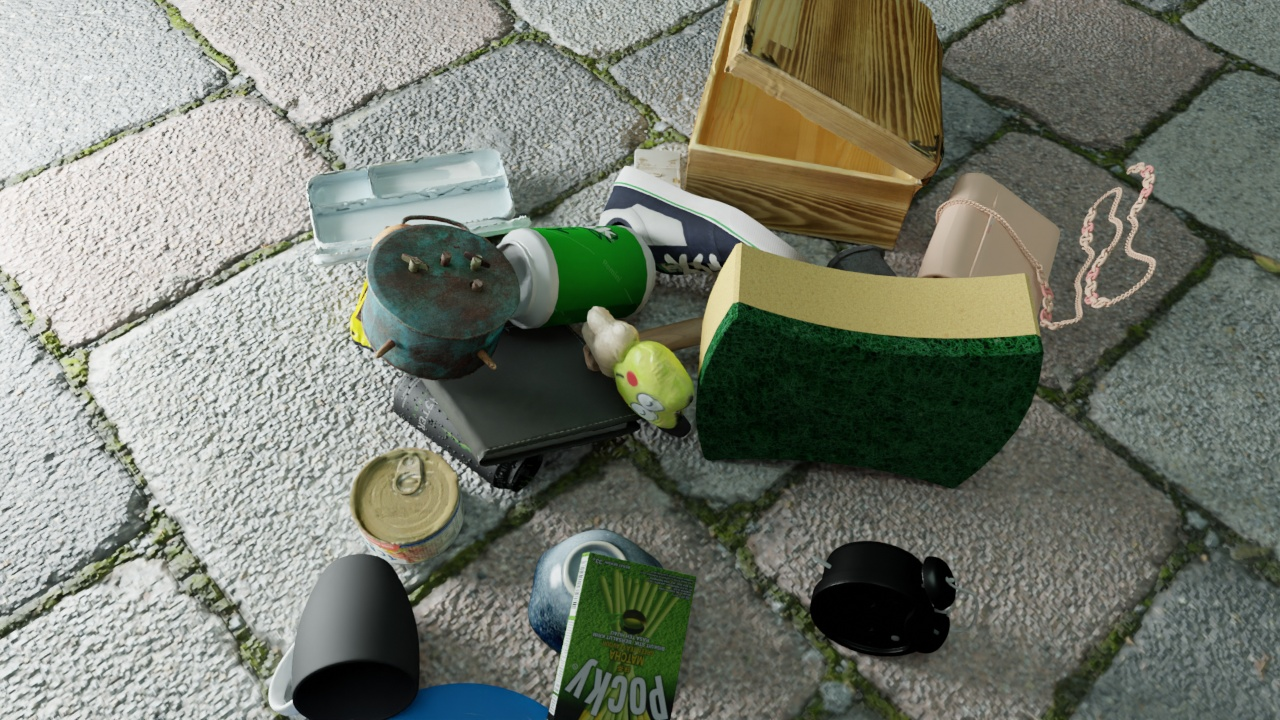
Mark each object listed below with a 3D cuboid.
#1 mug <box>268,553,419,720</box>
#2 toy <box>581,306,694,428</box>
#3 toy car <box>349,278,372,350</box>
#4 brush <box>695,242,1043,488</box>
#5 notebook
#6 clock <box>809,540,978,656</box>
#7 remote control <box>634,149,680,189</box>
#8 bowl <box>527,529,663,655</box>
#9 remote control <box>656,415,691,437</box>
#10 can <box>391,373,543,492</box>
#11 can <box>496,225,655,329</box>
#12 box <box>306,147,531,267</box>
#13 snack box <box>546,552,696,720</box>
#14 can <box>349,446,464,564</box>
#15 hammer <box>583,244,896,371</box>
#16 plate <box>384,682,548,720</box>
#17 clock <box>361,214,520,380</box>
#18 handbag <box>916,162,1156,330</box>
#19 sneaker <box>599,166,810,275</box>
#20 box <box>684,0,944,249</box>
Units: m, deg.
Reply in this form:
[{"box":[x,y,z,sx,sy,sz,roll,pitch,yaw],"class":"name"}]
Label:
[{"box":[-0.216,0.202,0.658,0.119,0.085,0.100,-31,41,11],"class":"mug"},{"box":[-0.004,0.004,0.749,0.115,0.092,0.046,45,69,9],"class":"toy"},{"box":[-0.244,-0.055,0.872,0.049,0.030,0.106,5,55,0],"class":"toy car"},{"box":[0.172,0.011,0.738,0.250,0.195,0.075,6,53,2],"class":"brush"},{"box":[-0.113,0.003,0.799,0.169,0.030,0.209,-11,47,-37],"class":"notebook"},{"box":[0.186,0.178,0.681,0.121,0.091,0.042,6,41,18],"class":"clock"},{"box":[0.018,-0.179,0.988,0.050,0.011,0.135,2,53,-1],"class":"remote control"},{"box":[-0.033,0.171,0.697,0.110,0.055,0.110,1,53,-1],"class":"bowl"},{"box":[0.002,0.023,0.823,0.046,0.009,0.124,8,38,-52],"class":"remote control"},{"box":[-0.148,0.056,0.777,0.138,0.054,0.053,32,58,19],"class":"can"},{"box":[-0.060,-0.077,0.834,0.139,0.088,0.088,-9,50,-41],"class":"can"},{"box":[-0.223,-0.143,0.915,0.210,0.084,0.185,-14,45,-14],"class":"box"},{"box":[-0.016,0.216,0.639,0.080,0.025,0.147,15,74,-10],"class":"snack box"},{"box":[-0.186,0.116,0.737,0.086,0.043,0.086,2,53,-2],"class":"can"},{"box":[0.105,-0.037,0.847,0.328,0.052,0.098,-12,54,-17],"class":"hammer"},{"box":[-0.127,0.321,0.599,0.224,0.024,0.223,1,53,-2],"class":"plate"},{"box":[-0.164,-0.066,0.750,0.121,0.074,0.157,6,52,-22],"class":"clock"},{"box":[0.365,-0.129,0.854,0.116,0.188,0.198,38,57,-10],"class":"handbag"},{"box":[0.055,-0.109,0.871,0.235,0.084,0.079,30,88,35],"class":"sneaker"},{"box":[0.201,-0.297,0.962,0.259,0.221,0.278,12,52,4],"class":"box"}]
